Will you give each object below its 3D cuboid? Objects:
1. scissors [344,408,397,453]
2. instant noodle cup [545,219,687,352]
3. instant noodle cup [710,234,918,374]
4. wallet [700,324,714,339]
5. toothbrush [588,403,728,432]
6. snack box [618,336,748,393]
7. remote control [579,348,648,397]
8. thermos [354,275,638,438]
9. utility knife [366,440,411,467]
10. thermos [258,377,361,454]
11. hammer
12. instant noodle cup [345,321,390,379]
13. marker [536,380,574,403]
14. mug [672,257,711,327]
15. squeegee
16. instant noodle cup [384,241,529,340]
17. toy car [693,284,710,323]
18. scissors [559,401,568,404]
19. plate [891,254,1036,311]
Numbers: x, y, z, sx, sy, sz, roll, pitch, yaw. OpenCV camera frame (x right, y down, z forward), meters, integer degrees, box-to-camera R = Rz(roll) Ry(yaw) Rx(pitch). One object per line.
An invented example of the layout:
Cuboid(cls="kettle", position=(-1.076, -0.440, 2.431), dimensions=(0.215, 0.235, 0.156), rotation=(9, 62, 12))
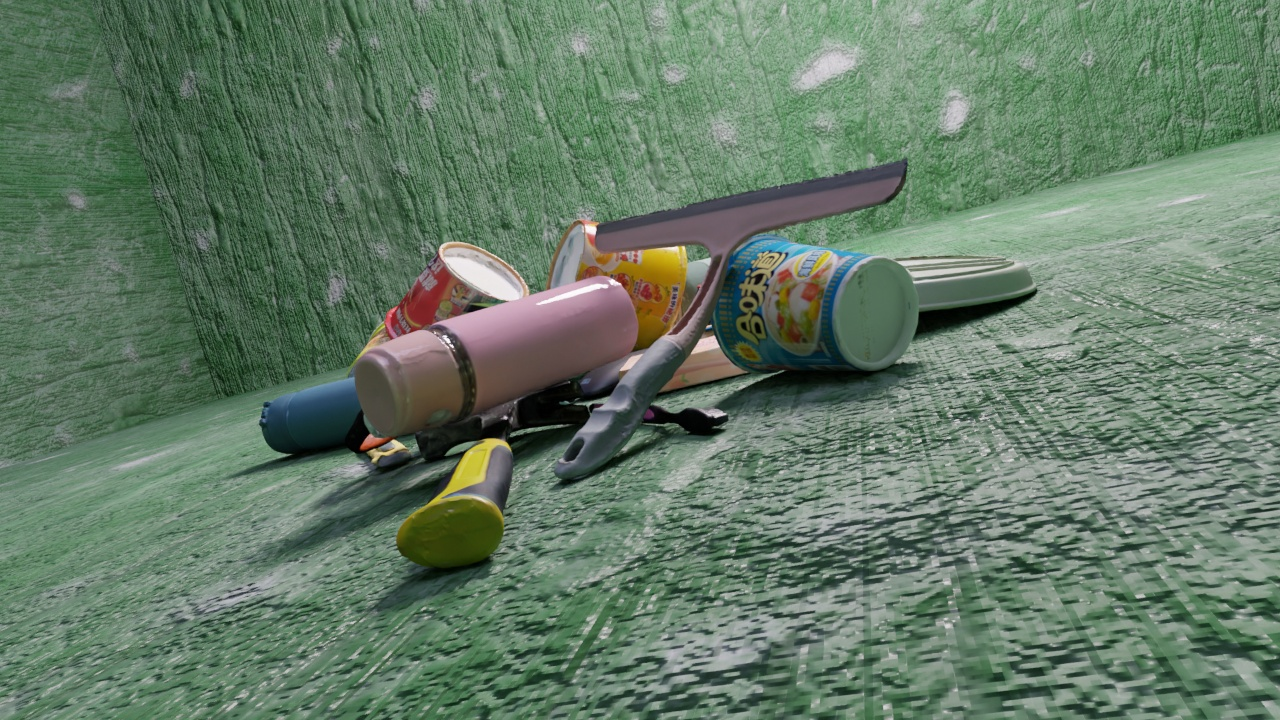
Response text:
Cuboid(cls="scissors", position=(-0.172, 0.035, 0.731), dimensions=(0.189, 0.021, 0.230), rotation=(-41, -6, -33))
Cuboid(cls="instant noodle cup", position=(-0.030, -0.079, 0.951), dimensions=(0.109, 0.138, 0.138), rotation=(15, -6, -22))
Cuboid(cls="instant noodle cup", position=(0.115, -0.033, 0.596), dimensions=(0.099, 0.099, 0.110), rotation=(-18, 16, -28))
Cuboid(cls="wallet", position=(0.087, -0.029, 0.913), dimensions=(0.115, 0.024, 0.087), rotation=(-13, 11, 15))
Cuboid(cls="toothbrush", position=(0.005, 0.034, 0.591), dimensions=(0.017, 0.014, 0.189), rotation=(-7, 2, -24))
Cuboid(cls="snack box", position=(0.065, -0.004, 0.722), dimensions=(0.157, 0.026, 0.084), rotation=(-14, 6, 8))
Cuboid(cls="remote control", position=(-0.005, 0.005, 0.815), dimensions=(0.136, 0.024, 0.053), rotation=(-21, 8, -43))
Cuboid(cls="thermos", position=(-0.097, 0.001, 0.629), dimensions=(0.198, 0.067, 0.087), rotation=(-23, -22, -40))
Cuboid(cls="utility knife", position=(-0.211, 0.075, 0.751), dimensions=(0.031, 0.018, 0.166), rotation=(-11, 0, -22))
Cuboid(cls="thermos", position=(-0.272, 0.046, 0.899), dimensions=(0.221, 0.070, 0.070), rotation=(-13, 7, 21))
Cuboid(cls="hammer", position=(-0.087, 0.055, 0.531), dimensions=(0.126, 0.032, 0.323), rotation=(-16, 6, -4))
Cuboid(cls="instant noodle cup", position=(-0.272, 0.015, 1.028), dimensions=(0.112, 0.112, 0.123), rotation=(-14, 14, 6))
Cuboid(cls="marker", position=(-0.113, 0.043, 0.745), dimensions=(0.131, 0.020, 0.022), rotation=(-19, 45, -30))
Cuboid(cls="mug", position=(0.073, -0.063, 1.014), dimensions=(0.106, 0.082, 0.112), rotation=(-16, -25, -24))
Cuboid(cls="squeegee", position=(0.017, -0.015, 0.558), dimensions=(0.248, 0.040, 0.248), rotation=(-3, 41, 39))
Cuboid(cls="instant noodle cup", position=(-0.196, -0.058, 1.008), dimensions=(0.109, 0.138, 0.137), rotation=(-56, -11, 22))
Cuboid(cls="toy car", position=(0.110, -0.065, 0.889), dimensions=(0.120, 0.045, 0.053), rotation=(-11, 9, -7))
Cuboid(cls="scissors", position=(-0.101, 0.026, 0.710), dimensions=(0.056, 0.017, 0.133), rotation=(-45, -33, 23))
Cuboid(cls="plate", position=(0.204, -0.065, 0.763), dimensions=(0.230, 0.027, 0.230), rotation=(-5, 10, 1))
